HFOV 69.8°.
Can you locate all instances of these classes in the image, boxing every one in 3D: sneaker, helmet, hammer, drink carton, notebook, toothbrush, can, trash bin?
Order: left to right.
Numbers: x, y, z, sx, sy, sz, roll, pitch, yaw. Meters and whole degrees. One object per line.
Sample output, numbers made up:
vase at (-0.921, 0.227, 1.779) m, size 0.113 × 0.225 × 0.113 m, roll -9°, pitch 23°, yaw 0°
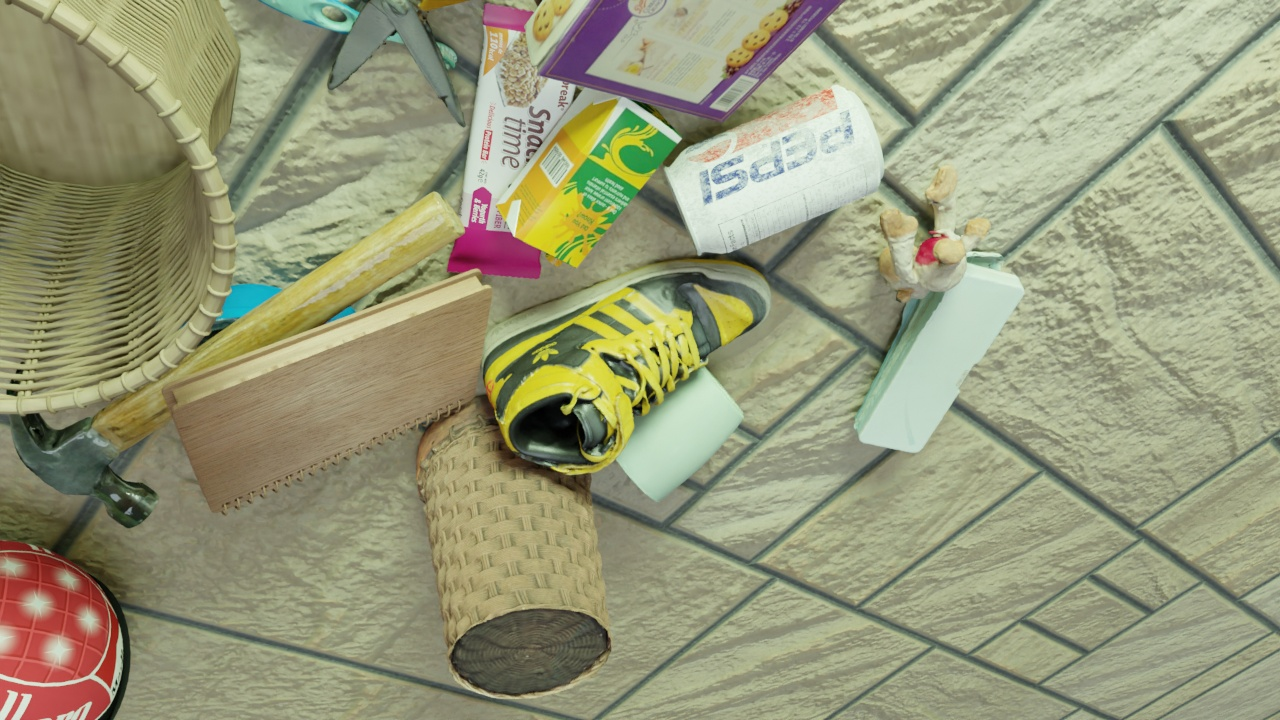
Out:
helmet at (-0.527, 0.250, 0.723) m, size 0.225 × 0.197 × 0.271 m, roll -35°, pitch 138°, yaw 16°
hammer at (-0.261, -0.010, 0.600) m, size 0.331 × 0.033 × 0.132 m, roll -31°, pitch 127°, yaw 7°
notebook at (-0.208, 0.026, 0.643) m, size 0.210 × 0.022 × 0.169 m, roll -25°, pitch 157°, yaw -27°
toothbrush at (-0.173, -0.202, 0.543) m, size 0.135 × 0.017 × 0.022 m, roll 16°, pitch 128°, yaw -26°
trash bin at (-0.102, 0.150, 0.737) m, size 0.151 × 0.209 × 0.151 m, roll -7°, pitch 132°, yaw -8°
drink carton at (-0.038, -0.123, 0.614) m, size 0.058 × 0.041 × 0.123 m, roll 23°, pitch 115°, yaw -44°
sneaker at (-0.004, 0.004, 0.695) m, size 0.238 × 0.122 × 0.086 m, roll -17°, pitch 133°, yaw 2°
can at (0.091, -0.129, 0.634) m, size 0.136 × 0.078 × 0.078 m, roll -22°, pitch 132°, yaw 5°

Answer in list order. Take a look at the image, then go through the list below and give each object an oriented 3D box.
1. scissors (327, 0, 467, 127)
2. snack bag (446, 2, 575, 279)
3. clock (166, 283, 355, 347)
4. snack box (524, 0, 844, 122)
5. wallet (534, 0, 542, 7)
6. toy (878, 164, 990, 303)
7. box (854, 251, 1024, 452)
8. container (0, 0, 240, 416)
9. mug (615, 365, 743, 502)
scissors at (-0.121, -0.206, 0.486) m, size 0.226 × 0.016 × 0.225 m, roll -2°, pitch 150°, yaw 19°
snack bag at (-0.085, -0.138, 0.622) m, size 0.070 × 0.016 × 0.197 m, roll 3°, pitch 129°, yaw -19°
clock at (-0.263, 0.004, 0.671) m, size 0.161 × 0.060 × 0.117 m, roll 11°, pitch 125°, yaw -25°
snack box at (0.032, -0.206, 0.520) m, size 0.147 × 0.040 × 0.144 m, roll 2°, pitch 153°, yaw -38°
wallet at (-0.030, -0.236, 0.513) m, size 0.087 × 0.013 × 0.121 m, roll -33°, pitch 159°, yaw 2°
toy at (0.223, -0.088, 0.722) m, size 0.085 × 0.074 × 0.106 m, roll -49°, pitch 164°, yaw -27°
box at (0.253, -0.003, 0.804) m, size 0.085 × 0.070 × 0.199 m, roll -11°, pitch 136°, yaw -31°
container at (-0.312, -0.120, 0.457) m, size 0.226 × 0.196 × 0.227 m, roll -7°, pitch 131°, yaw -9°
mug at (0.033, 0.059, 0.788) m, size 0.104 × 0.084 × 0.111 m, roll -39°, pitch 157°, yaw 4°
